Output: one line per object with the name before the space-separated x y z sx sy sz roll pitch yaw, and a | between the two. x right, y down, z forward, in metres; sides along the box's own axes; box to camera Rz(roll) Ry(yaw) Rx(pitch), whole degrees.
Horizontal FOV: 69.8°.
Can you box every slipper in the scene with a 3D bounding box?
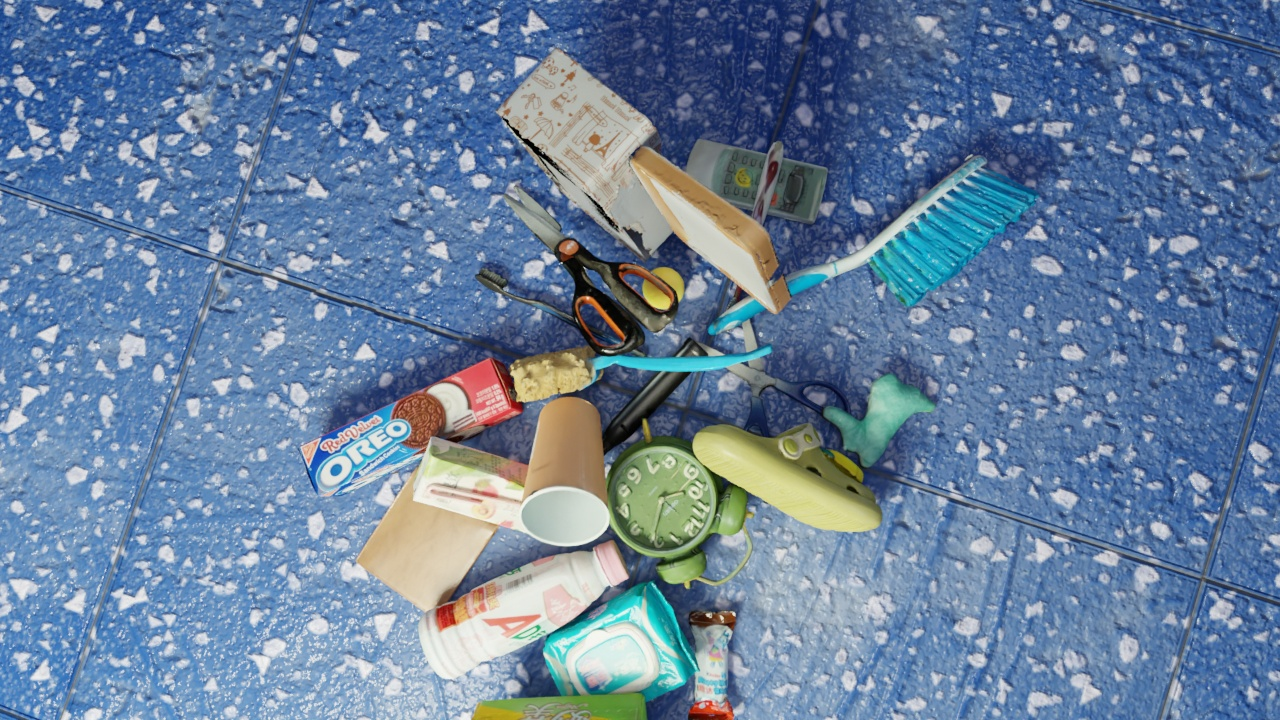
slipper | 0.140 0.092 0.825 0.190 0.092 0.081 27 74 -14

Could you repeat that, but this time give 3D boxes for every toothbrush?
toothbrush | 0.107 -0.118 0.874 0.016 0.017 0.187 15 94 4
toothbrush | -0.016 0.063 0.882 0.026 0.027 0.213 41 94 -24
toothbrush | -0.078 -0.046 0.903 0.189 0.014 0.016 26 64 5

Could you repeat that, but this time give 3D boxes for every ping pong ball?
ping pong ball | 0.022 -0.069 0.882 0.040 0.040 0.040 0 86 4

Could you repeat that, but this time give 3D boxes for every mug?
mug | -0.067 0.095 0.830 0.078 0.078 0.122 -6 41 4

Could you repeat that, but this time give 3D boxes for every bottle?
bottle | -0.106 0.228 0.861 0.197 0.068 0.068 -25 84 -1

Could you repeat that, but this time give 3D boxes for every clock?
clock | 0.033 0.140 0.859 0.161 0.056 0.116 41 91 6

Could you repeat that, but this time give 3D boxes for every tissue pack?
tissue pack | -0.018 0.271 0.847 0.134 0.050 0.093 -31 85 13

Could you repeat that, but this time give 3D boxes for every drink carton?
drink carton | -0.146 0.118 0.853 0.122 0.045 0.054 20 110 -19

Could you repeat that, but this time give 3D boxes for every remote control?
remote control | 0.111 -0.175 0.893 0.135 0.019 0.056 15 87 5

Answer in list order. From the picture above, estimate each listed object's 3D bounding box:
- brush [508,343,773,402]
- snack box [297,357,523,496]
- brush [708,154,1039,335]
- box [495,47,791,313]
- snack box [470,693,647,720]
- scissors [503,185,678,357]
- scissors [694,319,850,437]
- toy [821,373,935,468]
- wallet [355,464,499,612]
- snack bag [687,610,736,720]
brush | -0.005 0.005 0.848 0.255 0.083 0.046 -5 96 12
snack box | -0.220 0.066 0.884 0.207 0.058 0.057 -24 82 2
brush | 0.216 -0.088 0.856 0.314 0.060 0.109 -39 78 -4
box | 0.013 -0.139 0.793 0.260 0.177 0.082 41 90 21
snack box | -0.064 0.408 0.814 0.158 0.070 0.210 -4 102 4
scissors | -0.071 -0.088 0.864 0.235 0.022 0.148 24 65 16
scissors | 0.121 0.030 0.883 0.162 0.012 0.174 8 86 7
toy | 0.219 0.054 0.860 0.096 0.030 0.092 31 90 -13
wallet | -0.208 0.176 0.894 0.101 0.020 0.115 35 92 5
snack bag | 0.067 0.288 0.861 0.045 0.026 0.105 0 83 12
